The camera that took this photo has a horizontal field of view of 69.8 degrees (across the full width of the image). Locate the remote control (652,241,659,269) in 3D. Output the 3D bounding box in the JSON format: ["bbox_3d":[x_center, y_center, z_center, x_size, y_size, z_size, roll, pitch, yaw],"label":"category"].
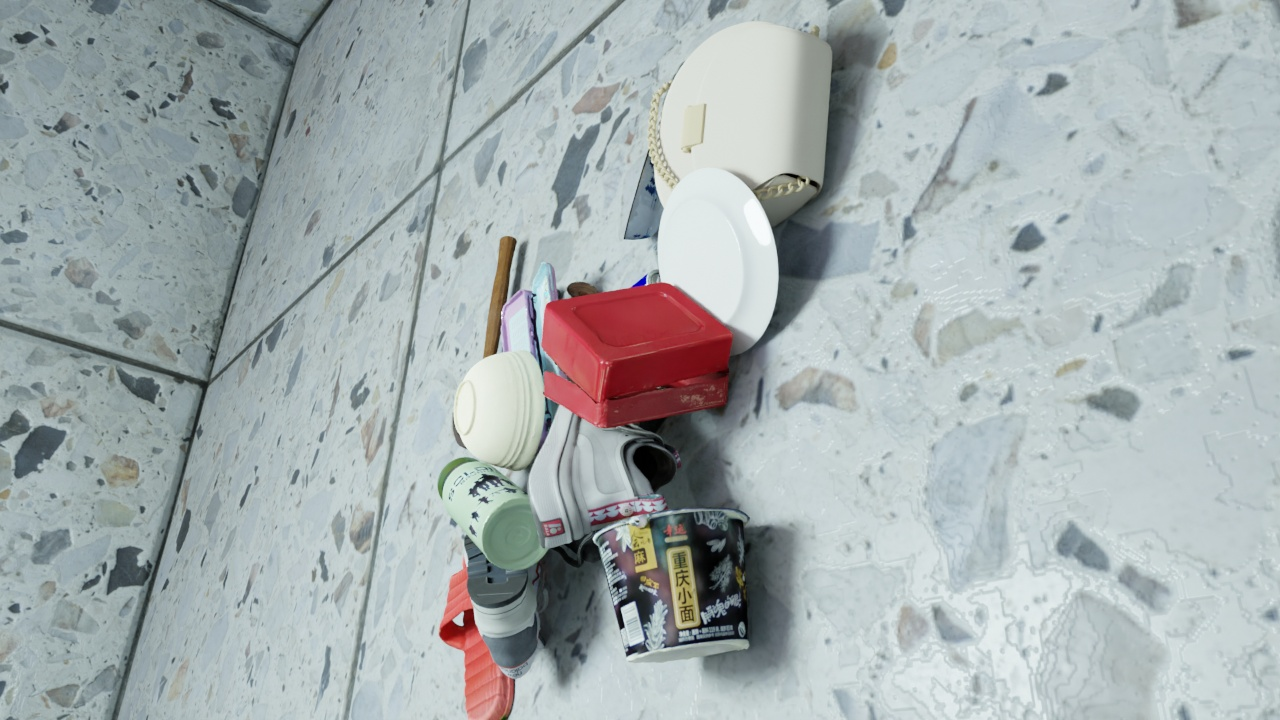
[{"bbox_3d":[0.037,-0.093,1.036,0.033,0.013,0.136,-44,41,30],"label":"remote control"}]

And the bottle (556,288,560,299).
[{"bbox_3d":[-0.137,-0.044,1.226,0.030,0.030,0.113,3,74,54],"label":"bottle"}]

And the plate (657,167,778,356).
[{"bbox_3d":[0.066,-0.096,0.918,0.189,0.016,0.189,25,121,51],"label":"plate"}]

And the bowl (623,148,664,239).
[{"bbox_3d":[0.017,-0.190,1.071,0.114,0.045,0.114,-173,99,-89],"label":"bowl"}]

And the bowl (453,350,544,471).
[{"bbox_3d":[-0.182,0.060,1.122,0.151,0.075,0.150,-11,77,58],"label":"bowl"}]

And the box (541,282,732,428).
[{"bbox_3d":[-0.004,-0.007,0.897,0.134,0.157,0.110,30,122,49],"label":"box"}]

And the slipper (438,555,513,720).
[{"bbox_3d":[-0.198,0.308,1.089,0.104,0.059,0.248,-37,46,35],"label":"slipper"}]

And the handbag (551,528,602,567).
[{"bbox_3d":[-0.078,0.167,0.981,0.054,0.079,0.129,-32,25,-23],"label":"handbag"}]

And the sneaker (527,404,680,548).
[{"bbox_3d":[-0.020,0.090,0.905,0.129,0.097,0.262,-6,20,11],"label":"sneaker"}]

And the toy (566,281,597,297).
[{"bbox_3d":[-0.077,-0.057,1.146,0.055,0.041,0.101,117,161,-47],"label":"toy"}]

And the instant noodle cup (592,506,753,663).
[{"bbox_3d":[0.032,0.198,0.790,0.138,0.137,0.112,-29,59,42],"label":"instant noodle cup"}]

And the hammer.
[{"bbox_3d":[-0.211,-0.029,1.300,0.116,0.033,0.322,-24,54,51],"label":"hammer"}]

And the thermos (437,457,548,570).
[{"bbox_3d":[-0.166,0.161,1.018,0.232,0.082,0.082,13,82,65],"label":"thermos"}]

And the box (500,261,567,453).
[{"bbox_3d":[-0.129,0.000,1.143,0.151,0.034,0.214,-41,52,54],"label":"box"}]

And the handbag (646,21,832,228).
[{"bbox_3d":[0.108,-0.237,0.962,0.209,0.103,0.210,-3,79,51],"label":"handbag"}]

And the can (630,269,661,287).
[{"bbox_3d":[-0.001,-0.071,1.044,0.095,0.032,0.032,-33,46,55],"label":"can"}]

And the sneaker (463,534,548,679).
[{"bbox_3d":[-0.147,0.262,1.017,0.239,0.089,0.124,-111,12,-78],"label":"sneaker"}]
